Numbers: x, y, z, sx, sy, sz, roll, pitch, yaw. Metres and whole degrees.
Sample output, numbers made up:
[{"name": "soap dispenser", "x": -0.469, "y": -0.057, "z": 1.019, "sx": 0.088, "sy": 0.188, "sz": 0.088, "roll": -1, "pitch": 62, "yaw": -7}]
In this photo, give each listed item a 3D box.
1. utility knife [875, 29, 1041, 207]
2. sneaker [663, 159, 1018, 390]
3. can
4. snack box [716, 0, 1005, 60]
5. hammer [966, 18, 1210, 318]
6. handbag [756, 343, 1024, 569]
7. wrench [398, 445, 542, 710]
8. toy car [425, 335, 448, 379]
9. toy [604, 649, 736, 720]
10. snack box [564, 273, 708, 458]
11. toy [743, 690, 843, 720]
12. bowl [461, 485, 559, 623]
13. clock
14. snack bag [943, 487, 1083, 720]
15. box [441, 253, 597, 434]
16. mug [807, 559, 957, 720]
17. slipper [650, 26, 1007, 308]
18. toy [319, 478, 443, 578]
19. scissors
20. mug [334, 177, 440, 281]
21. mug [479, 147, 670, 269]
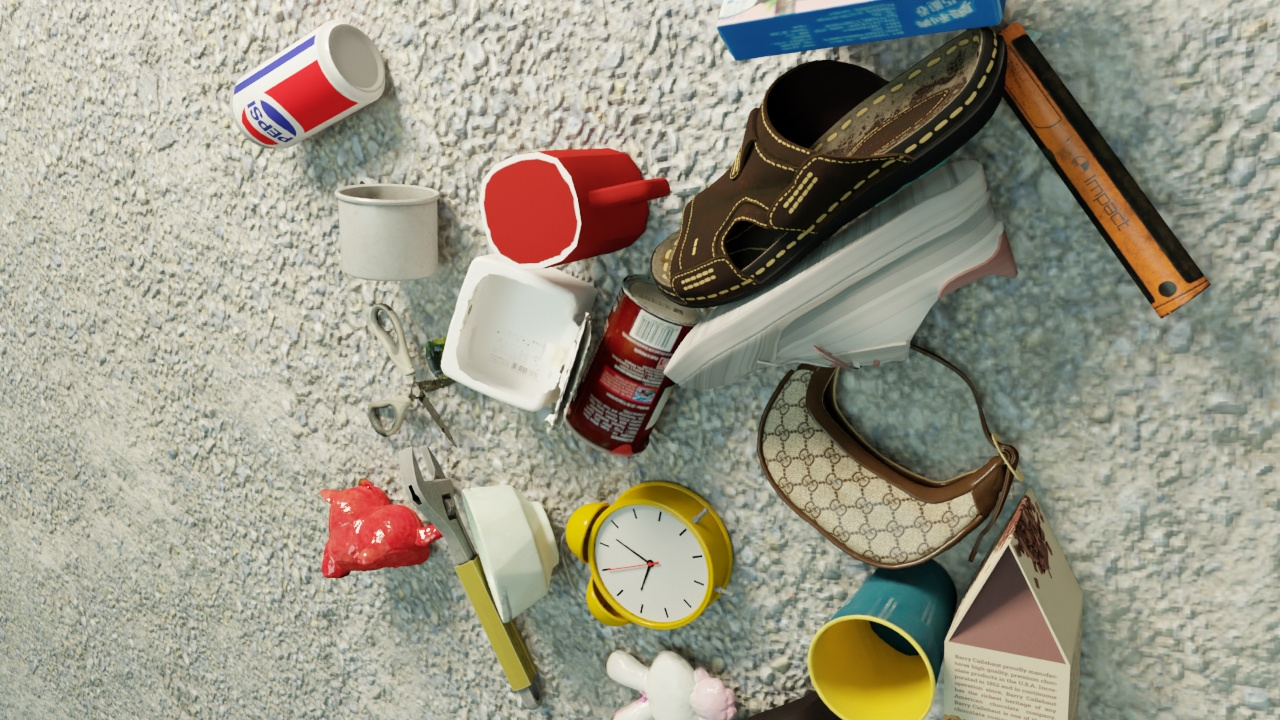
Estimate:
[{"name": "utility knife", "x": 0.194, "y": -0.143, "z": 0.568, "sx": 0.022, "sy": 0.015, "sz": 0.141, "roll": 44, "pitch": 118, "yaw": 15}, {"name": "sneaker", "x": 0.125, "y": -0.025, "z": 0.577, "sx": 0.237, "sy": 0.099, "sz": 0.089, "roll": -31, "pitch": 100, "yaw": 28}, {"name": "can", "x": -0.287, "y": -0.234, "z": 0.789, "sx": 0.132, "sy": 0.070, "sz": 0.070, "roll": -15, "pitch": 95, "yaw": 32}, {"name": "snack box", "x": 0.124, "y": -0.218, "z": 0.507, "sx": 0.154, "sy": 0.033, "sz": 0.087, "roll": 3, "pitch": 68, "yaw": 32}, {"name": "hammer", "x": 0.208, "y": -0.157, "z": 0.530, "sx": 0.138, "sy": 0.034, "sz": 0.314, "roll": -37, "pitch": 79, "yaw": 32}, {"name": "handbag", "x": 0.167, "y": 0.060, "z": 0.614, "sx": 0.166, "sy": 0.063, "sz": 0.138, "roll": 40, "pitch": 108, "yaw": 23}, {"name": "wrench", "x": -0.149, "y": 0.198, "z": 0.828, "sx": 0.018, "sy": 0.083, "sz": 0.273, "roll": -22, "pitch": 98, "yaw": 8}, {"name": "toy car", "x": -0.148, "y": -0.007, "z": 0.794, "sx": 0.090, "sy": 0.027, "sz": 0.039, "roll": -10, "pitch": 99, "yaw": 34}, {"name": "toy", "x": 0.024, "y": 0.281, "z": 0.767, "sx": 0.123, "sy": 0.038, "sz": 0.079, "roll": -8, "pitch": 87, "yaw": 32}, {"name": "snack box", "x": -0.004, "y": 0.004, "z": 0.689, "sx": 0.072, "sy": 0.072, "sz": 0.121, "roll": 34, "pitch": 116, "yaw": 18}, {"name": "toy", "x": 0.088, "y": 0.325, "z": 0.704, "sx": 0.159, "sy": 0.139, "sz": 0.185, "roll": 32, "pitch": 138, "yaw": -27}, {"name": "bowl", "x": -0.107, "y": 0.156, "z": 0.782, "sx": 0.117, "sy": 0.061, "sz": 0.117, "roll": 162, "pitch": 90, "yaw": -74}, {"name": "clock", "x": 0.001, "y": 0.160, "z": 0.740, "sx": 0.152, "sy": 0.051, "sz": 0.113, "roll": -15, "pitch": 95, "yaw": 28}, {"name": "snack bag", "x": 0.239, "y": 0.194, "z": 0.584, "sx": 0.070, "sy": 0.094, "sz": 0.206, "roll": 4, "pitch": 105, "yaw": 29}, {"name": "box", "x": -0.082, "y": -0.005, "z": 0.686, "sx": 0.152, "sy": 0.131, "sz": 0.107, "roll": 23, "pitch": 106, "yaw": 10}, {"name": "mug", "x": 0.168, "y": 0.178, "z": 0.605, "sx": 0.078, "sy": 0.121, "sz": 0.078, "roll": 8, "pitch": 106, "yaw": 29}, {"name": "slipper", "x": 0.089, "y": -0.117, "z": 0.552, "sx": 0.075, "sy": 0.112, "sz": 0.269, "roll": 39, "pitch": 136, "yaw": -21}, {"name": "toy", "x": -0.241, "y": 0.151, "z": 0.868, "sx": 0.133, "sy": 0.088, "sz": 0.094, "roll": -12, "pitch": 79, "yaw": 20}, {"name": "scissors", "x": -0.212, "y": 0.018, "z": 0.831, "sx": 0.171, "sy": 0.012, "sz": 0.157, "roll": -30, "pitch": 78, "yaw": 44}, {"name": "mug", "x": -0.219, "y": -0.114, "z": 0.783, "sx": 0.113, "sy": 0.084, "sz": 0.070, "roll": 31, "pitch": 123, "yaw": 53}, {"name": "mug", "x": -0.040, "y": -0.114, "z": 0.663, "sx": 0.117, "sy": 0.096, "sz": 0.080, "roll": -8, "pitch": 99, "yaw": 31}]
